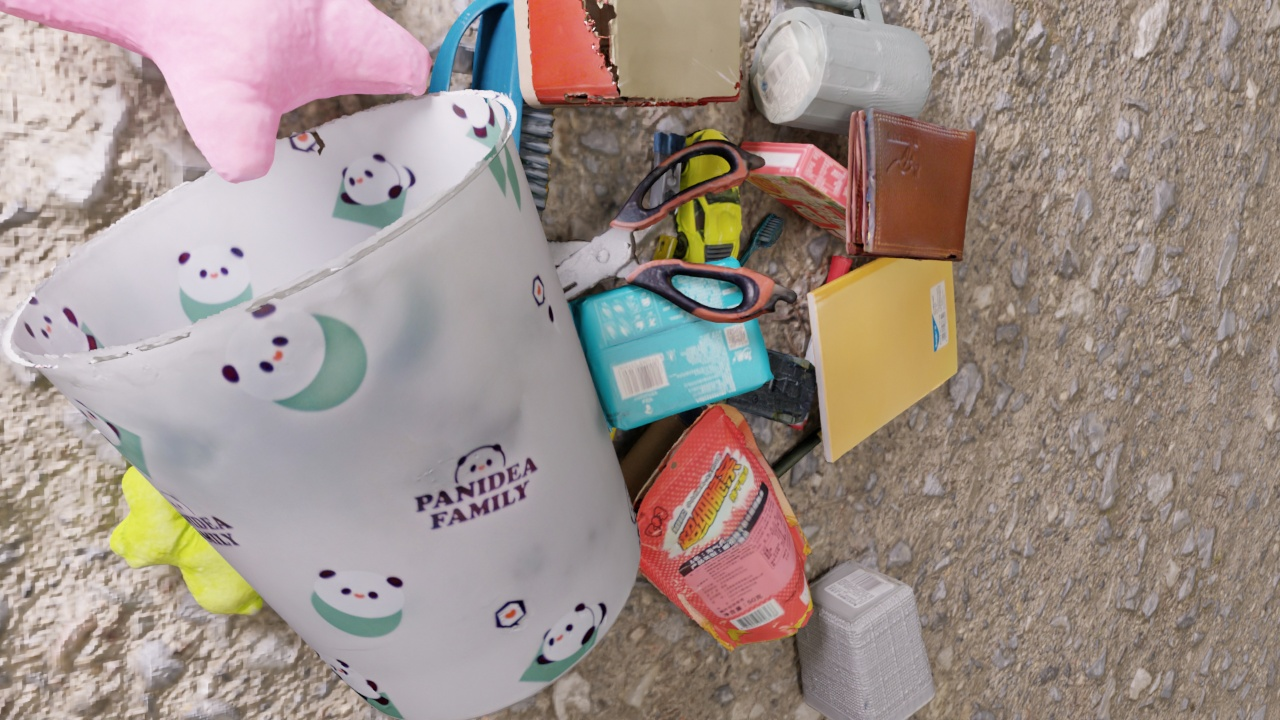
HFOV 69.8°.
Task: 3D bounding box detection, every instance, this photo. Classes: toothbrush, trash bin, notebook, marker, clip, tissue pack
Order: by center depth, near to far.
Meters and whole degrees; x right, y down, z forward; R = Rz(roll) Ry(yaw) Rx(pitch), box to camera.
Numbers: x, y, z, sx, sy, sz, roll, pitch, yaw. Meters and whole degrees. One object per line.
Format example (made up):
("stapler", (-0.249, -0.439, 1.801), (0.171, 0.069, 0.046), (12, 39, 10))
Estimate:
("trash bin", (-0.124, 0.029, 0.462), (0.229, 0.230, 0.252), (-36, 125, -22))
("tissue pack", (0.021, -0.013, 0.619), (0.133, 0.050, 0.093), (-16, 93, -14))
("clip", (0.019, -0.128, 0.632), (0.036, 0.025, 0.058), (-3, 108, -27))
("toothbrush", (-0.004, 0.004, 0.654), (0.016, 0.016, 0.190), (14, 93, -41))
("toothbrush", (0.054, -0.036, 0.674), (0.191, 0.018, 0.016), (-55, 139, -17))
("marker", (0.146, -0.014, 0.751), (0.017, 0.017, 0.145), (13, 94, -36))
("toothbrush", (0.100, 0.104, 0.752), (0.185, 0.012, 0.017), (-37, 125, -22))
("notebook", (0.212, -0.019, 0.778), (0.205, 0.010, 0.146), (-27, 115, -38))

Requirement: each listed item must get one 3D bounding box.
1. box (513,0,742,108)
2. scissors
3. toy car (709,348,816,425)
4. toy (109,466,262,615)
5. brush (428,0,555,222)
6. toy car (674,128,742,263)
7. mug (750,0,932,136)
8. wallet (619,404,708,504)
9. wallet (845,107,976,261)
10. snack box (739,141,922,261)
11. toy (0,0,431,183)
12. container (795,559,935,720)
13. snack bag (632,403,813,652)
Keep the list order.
("box", (0.007, -0.194, 0.535), (0.167, 0.078, 0.091), (-26, 118, -57))
("scissors", (-0.001, -0.071, 0.587), (0.226, 0.015, 0.188), (19, 72, -3))
("toy car", (0.086, 0.015, 0.704), (0.120, 0.037, 0.054), (15, 90, -35))
("toy", (-0.235, 0.094, 0.508), (0.100, 0.031, 0.096), (11, 93, -35))
("brush", (-0.087, -0.144, 0.535), (0.073, 0.055, 0.144), (0, 102, -36))
("toy car", (0.051, -0.111, 0.653), (0.048, 0.032, 0.105), (-10, 105, -32))
("mug", (0.140, -0.224, 0.666), (0.103, 0.084, 0.124), (-3, 76, -33))
("wallet", (0.018, 0.086, 0.670), (0.115, 0.033, 0.090), (-51, 138, -13))
("wallet", (0.196, -0.123, 0.657), (0.124, 0.032, 0.101), (-1, 95, -37))
("snack box", (0.146, -0.119, 0.689), (0.152, 0.075, 0.025), (23, 89, -36))
("toy", (-0.189, -0.181, 0.432), (0.194, 0.075, 0.178), (33, 65, -14))
("container", (0.192, 0.249, 0.805), (0.090, 0.090, 0.114), (-24, 111, -29))
("snack bag", (0.063, 0.133, 0.676), (0.128, 0.073, 0.208), (-47, 132, -11))
